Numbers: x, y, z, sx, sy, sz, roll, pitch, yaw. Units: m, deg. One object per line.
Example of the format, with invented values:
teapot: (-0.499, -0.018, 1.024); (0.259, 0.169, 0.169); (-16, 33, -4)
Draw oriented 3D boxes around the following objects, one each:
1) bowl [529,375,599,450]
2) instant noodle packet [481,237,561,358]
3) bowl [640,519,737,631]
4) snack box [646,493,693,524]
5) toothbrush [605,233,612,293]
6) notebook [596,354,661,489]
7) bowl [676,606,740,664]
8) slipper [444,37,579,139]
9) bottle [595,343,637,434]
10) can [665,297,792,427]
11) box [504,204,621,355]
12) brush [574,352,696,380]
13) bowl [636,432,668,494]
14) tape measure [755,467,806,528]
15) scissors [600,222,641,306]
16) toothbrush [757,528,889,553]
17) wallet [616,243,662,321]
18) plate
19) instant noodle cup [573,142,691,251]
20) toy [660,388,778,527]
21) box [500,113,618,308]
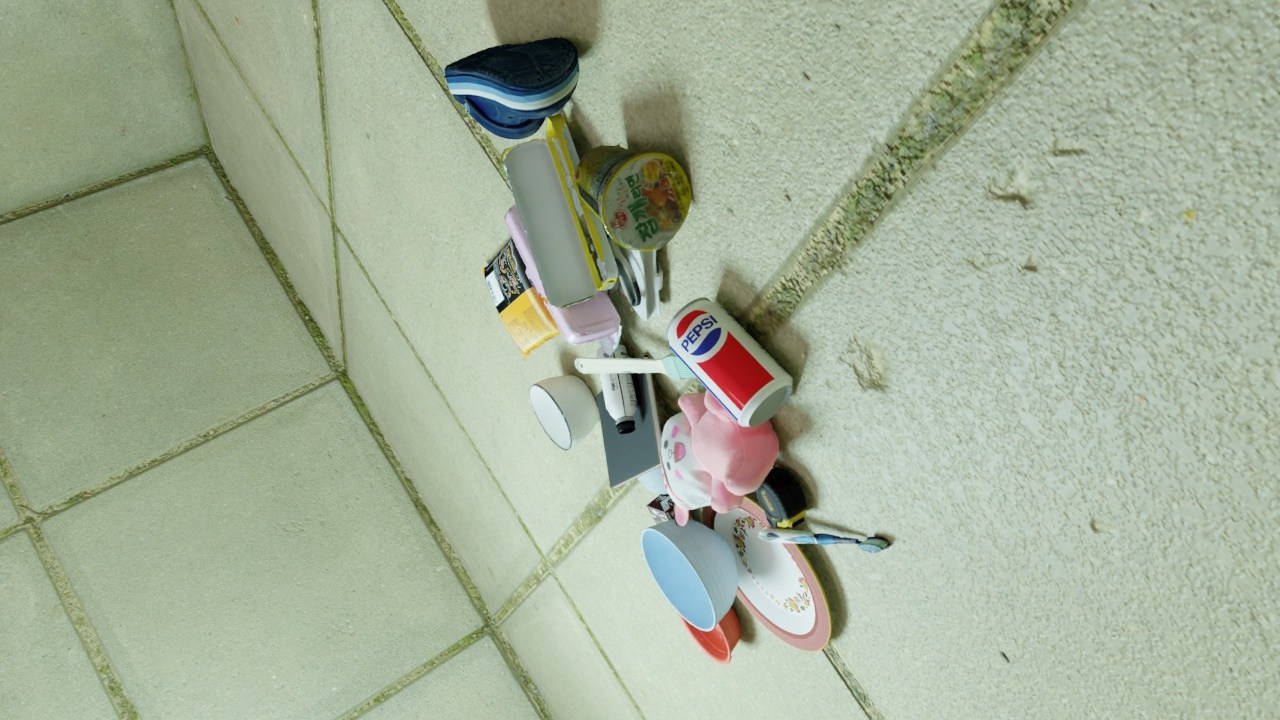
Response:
bowl: (-0.113, 0.073, 1.405); (0.116, 0.065, 0.116); (44, 150, 33)
instant noodle packet: (-0.182, -0.094, 1.400); (0.160, 0.032, 0.221); (64, 155, -1)
bowl: (0.074, 0.264, 1.185); (0.150, 0.074, 0.151); (43, 150, 32)
snack box: (0.064, 0.254, 1.284); (0.051, 0.031, 0.141); (4, 126, 61)
toothbrush: (-0.043, -0.109, 1.142); (0.016, 0.016, 0.181); (59, 157, 26)
notebook: (-0.017, 0.089, 1.243); (0.210, 0.008, 0.141); (140, 124, -65)
bowl: (0.104, 0.374, 1.335); (0.130, 0.045, 0.131); (44, 150, 33)
slipper: (-0.137, -0.299, 1.021); (0.253, 0.105, 0.095); (32, 144, 53)
bottle: (-0.028, 0.038, 1.191); (0.041, 0.041, 0.116); (125, 136, -63)
can: (0.090, 0.001, 0.939); (0.132, 0.070, 0.070); (48, 153, 25)
box: (-0.099, -0.097, 1.155); (0.201, 0.100, 0.103); (61, 150, 17)
brush: (-0.007, 0.007, 1.132); (0.218, 0.012, 0.033); (0, 117, 45)
bowl: (0.015, 0.142, 1.267); (0.106, 0.039, 0.106); (44, 150, 33)
tape measure: (0.156, 0.149, 1.013); (0.067, 0.038, 0.063); (65, 163, -3)
scissors: (-0.035, -0.129, 1.051); (0.157, 0.012, 0.169); (61, 163, 23)
toothbrush: (0.190, 0.193, 0.985); (0.189, 0.017, 0.016); (-10, 101, 55)
wallet: (-0.002, -0.110, 1.050); (0.086, 0.032, 0.116); (55, 159, 39)
plate: (0.157, 0.255, 1.136); (0.230, 0.021, 0.230); (44, 150, 33)
instant noodle cup: (-0.016, -0.174, 0.940); (0.108, 0.102, 0.102); (43, 151, 53)
toy: (0.080, 0.108, 1.049); (0.214, 0.084, 0.141); (136, 126, -60)
box: (-0.098, -0.170, 1.056); (0.084, 0.080, 0.210); (124, 127, -77)
